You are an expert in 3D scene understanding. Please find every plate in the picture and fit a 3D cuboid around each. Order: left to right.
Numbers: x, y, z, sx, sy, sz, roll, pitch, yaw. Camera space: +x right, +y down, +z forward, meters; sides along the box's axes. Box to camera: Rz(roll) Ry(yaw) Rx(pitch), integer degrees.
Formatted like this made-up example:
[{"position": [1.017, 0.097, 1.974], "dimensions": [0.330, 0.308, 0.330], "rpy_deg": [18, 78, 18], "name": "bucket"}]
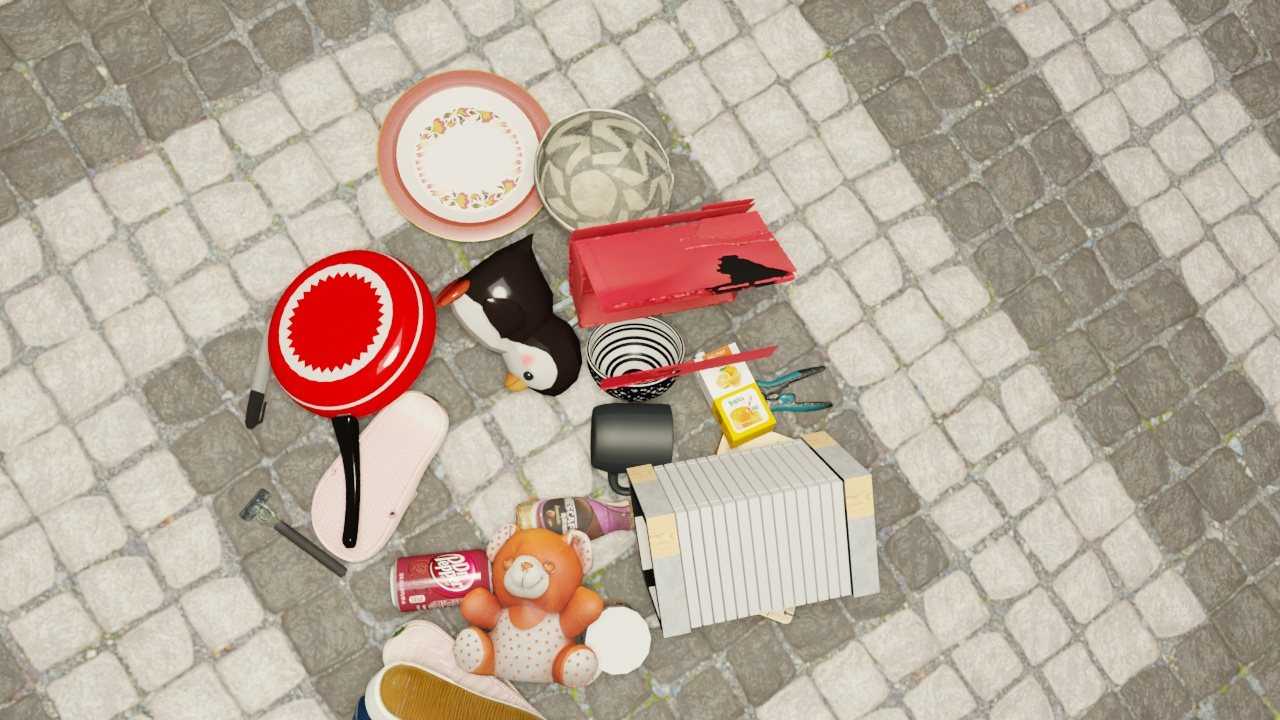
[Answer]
[{"position": [-0.221, -0.262, 1.181], "dimensions": [0.229, 0.021, 0.229], "rpy_deg": [1, 82, -7], "name": "plate"}]

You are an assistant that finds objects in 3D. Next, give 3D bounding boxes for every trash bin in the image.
[{"position": [0.125, 0.192, 1.050], "dimensions": [0.247, 0.142, 0.142], "rpy_deg": [-10, 106, -7], "name": "trash bin"}]

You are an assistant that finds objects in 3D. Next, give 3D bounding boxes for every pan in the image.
[{"position": [-0.342, 0.035, 1.065], "dimensions": [0.209, 0.067, 0.355], "rpy_deg": [-7, 70, 12], "name": "pan"}]

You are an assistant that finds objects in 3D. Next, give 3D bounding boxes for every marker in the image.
[{"position": [-0.459, 0.016, 1.118], "dimensions": [0.022, 0.016, 0.138], "rpy_deg": [17, 78, -36], "name": "marker"}]

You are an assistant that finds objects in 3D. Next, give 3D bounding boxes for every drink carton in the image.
[{"position": [0.115, 0.041, 1.156], "dimensions": [0.058, 0.040, 0.122], "rpy_deg": [-23, 71, -8], "name": "drink carton"}]

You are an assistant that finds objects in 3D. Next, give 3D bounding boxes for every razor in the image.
[{"position": [-0.409, 0.211, 1.091], "dimensions": [0.144, 0.022, 0.042], "rpy_deg": [37, 80, -1], "name": "razor"}]

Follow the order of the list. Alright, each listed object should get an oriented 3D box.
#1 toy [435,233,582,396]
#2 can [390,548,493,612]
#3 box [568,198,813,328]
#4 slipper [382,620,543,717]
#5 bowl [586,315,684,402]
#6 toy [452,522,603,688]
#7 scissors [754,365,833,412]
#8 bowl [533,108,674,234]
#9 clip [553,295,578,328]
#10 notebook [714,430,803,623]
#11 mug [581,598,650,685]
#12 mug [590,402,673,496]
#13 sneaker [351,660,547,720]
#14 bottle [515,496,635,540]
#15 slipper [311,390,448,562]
[{"position": [-0.134, -0.045, 1.106], "dimensions": [0.140, 0.159, 0.184], "rpy_deg": [-39, 105, -5], "name": "toy"}, {"position": [-0.233, 0.259, 1.084], "dimensions": [0.114, 0.063, 0.063], "rpy_deg": [-5, 82, -8], "name": "can"}, {"position": [0.034, -0.116, 1.017], "dimensions": [0.211, 0.319, 0.121], "rpy_deg": [-10, 90, -10], "name": "box"}, {"position": [-0.203, 0.392, 1.070], "dimensions": [0.094, 0.064, 0.239], "rpy_deg": [-44, 102, -7], "name": "slipper"}, {"position": [-0.007, 0.007, 1.140], "dimensions": [0.120, 0.066, 0.120], "rpy_deg": [0, 49, 0], "name": "bowl"}, {"position": [-0.121, 0.273, 1.030], "dimensions": [0.164, 0.093, 0.172], "rpy_deg": [3, 80, 10], "name": "toy"}, {"position": [0.183, 0.046, 1.188], "dimensions": [0.148, 0.019, 0.122], "rpy_deg": [28, 80, 0], "name": "scissors"}, {"position": [-0.054, -0.222, 1.163], "dimensions": [0.178, 0.081, 0.178], "rpy_deg": [4, 74, -16], "name": "bowl"}, {"position": [-0.044, -0.120, 1.180], "dimensions": [0.173, 0.030, 0.158], "rpy_deg": [-14, 82, -10], "name": "clip"}, {"position": [0.154, 0.201, 1.160], "dimensions": [0.167, 0.024, 0.225], "rpy_deg": [21, 80, -2], "name": "notebook"}, {"position": [-0.039, 0.336, 1.083], "dimensions": [0.073, 0.090, 0.105], "rpy_deg": [36, 79, -1], "name": "mug"}, {"position": [-0.014, 0.112, 1.130], "dimensions": [0.094, 0.085, 0.122], "rpy_deg": [2, 111, -6], "name": "mug"}, {"position": [-0.189, 0.447, 1.007], "dimensions": [0.294, 0.120, 0.127], "rpy_deg": [32, 120, -14], "name": "sneaker"}, {"position": [-0.067, 0.194, 1.116], "dimensions": [0.166, 0.060, 0.059], "rpy_deg": [-4, 82, -10], "name": "bottle"}, {"position": [-0.311, 0.135, 1.097], "dimensions": [0.107, 0.055, 0.221], "rpy_deg": [33, 89, 0], "name": "slipper"}]
